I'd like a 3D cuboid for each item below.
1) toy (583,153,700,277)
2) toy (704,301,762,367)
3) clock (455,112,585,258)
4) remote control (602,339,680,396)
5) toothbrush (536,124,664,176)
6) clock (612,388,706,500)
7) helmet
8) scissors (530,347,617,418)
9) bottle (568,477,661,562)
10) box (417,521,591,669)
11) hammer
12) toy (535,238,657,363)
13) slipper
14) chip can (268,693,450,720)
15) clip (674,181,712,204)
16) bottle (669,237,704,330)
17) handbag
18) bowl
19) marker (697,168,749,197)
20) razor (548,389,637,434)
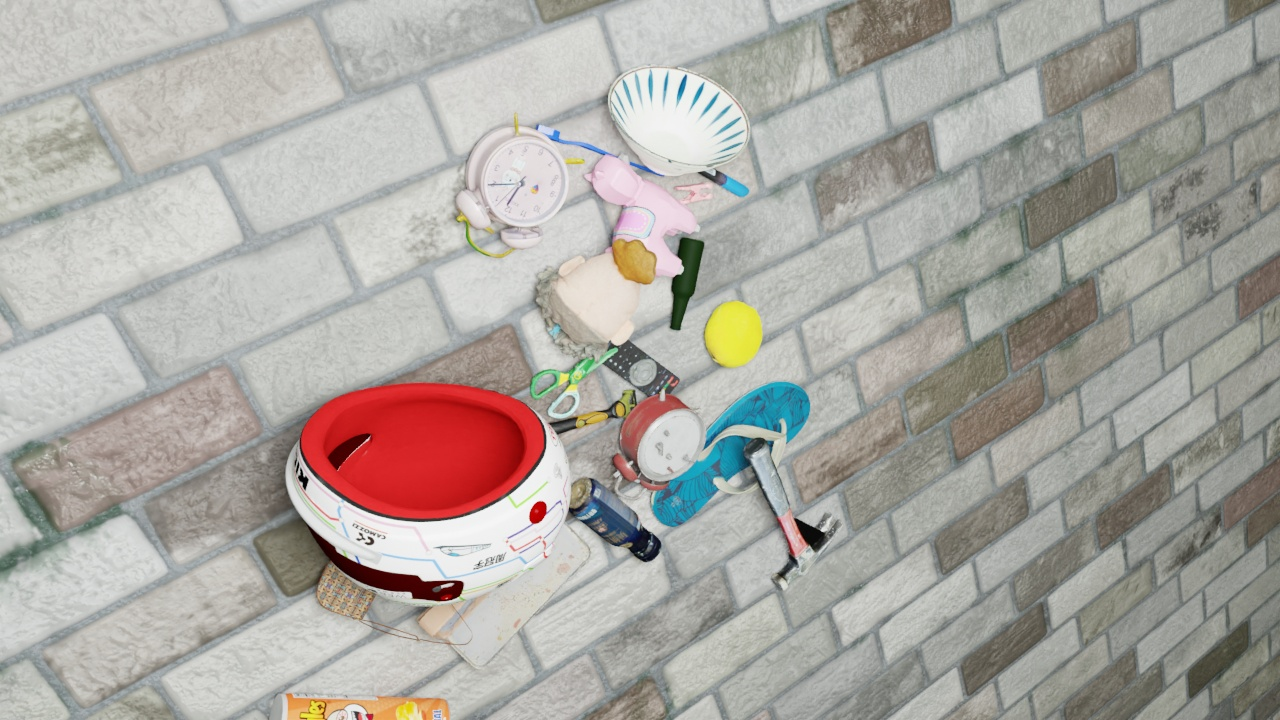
[{"bbox_3d":[-0.006,-0.178,1.142,0.157,0.067,0.123,28,80,-28],"label":"toy"},{"bbox_3d":[0.131,-0.036,1.277,0.094,0.041,0.095,-49,120,-14],"label":"toy"},{"bbox_3d":[-0.148,-0.194,1.064,0.116,0.059,0.158,28,97,-31],"label":"clock"},{"bbox_3d":[-0.007,0.007,1.224,0.140,0.021,0.045,37,94,-32],"label":"remote control"},{"bbox_3d":[-0.046,-0.258,1.134,0.186,0.016,0.011,11,96,-32],"label":"toothbrush"},{"bbox_3d":[0.023,0.124,1.242,0.109,0.062,0.157,28,97,-41],"label":"clock"},{"bbox_3d":[-0.233,0.158,1.023,0.313,0.231,0.237,-4,137,-30],"label":"helmet"},{"bbox_3d":[-0.075,0.025,1.183,0.132,0.013,0.078,-31,113,-4],"label":"scissors"},{"bbox_3d":[-0.034,0.220,1.251,0.056,0.056,0.161,-51,121,-7],"label":"bottle"},{"bbox_3d":[-0.168,0.291,1.181,0.217,0.094,0.121,-46,161,-10],"label":"box"},{"bbox_3d":[0.214,0.212,1.345,0.140,0.036,0.326,-42,136,-13],"label":"hammer"},{"bbox_3d":[-0.050,-0.082,1.120,0.176,0.076,0.132,-37,101,22],"label":"toy"},{"bbox_3d":[0.139,0.133,1.319,0.294,0.060,0.118,-39,115,-14],"label":"slipper"},{"bbox_3d":[-0.346,0.451,1.142,0.210,0.062,0.062,15,96,-31],"label":"chip can"},{"bbox_3d":[0.071,-0.214,1.205,0.059,0.023,0.039,-18,108,-25],"label":"clip"},{"bbox_3d":[0.058,-0.101,1.223,0.033,0.033,0.123,5,102,-30],"label":"bottle"},{"bbox_3d":[-0.289,0.287,1.107,0.195,0.043,0.093,29,80,-7],"label":"handbag"},{"bbox_3d":[0.040,-0.277,1.124,0.177,0.177,0.071,-13,150,-25],"label":"bowl"},{"bbox_3d":[0.094,-0.246,1.212,0.123,0.015,0.018,22,58,-30],"label":"marker"},{"bbox_3d":[-0.068,0.077,1.214,0.144,0.021,0.044,-15,111,-22],"label":"razor"}]
